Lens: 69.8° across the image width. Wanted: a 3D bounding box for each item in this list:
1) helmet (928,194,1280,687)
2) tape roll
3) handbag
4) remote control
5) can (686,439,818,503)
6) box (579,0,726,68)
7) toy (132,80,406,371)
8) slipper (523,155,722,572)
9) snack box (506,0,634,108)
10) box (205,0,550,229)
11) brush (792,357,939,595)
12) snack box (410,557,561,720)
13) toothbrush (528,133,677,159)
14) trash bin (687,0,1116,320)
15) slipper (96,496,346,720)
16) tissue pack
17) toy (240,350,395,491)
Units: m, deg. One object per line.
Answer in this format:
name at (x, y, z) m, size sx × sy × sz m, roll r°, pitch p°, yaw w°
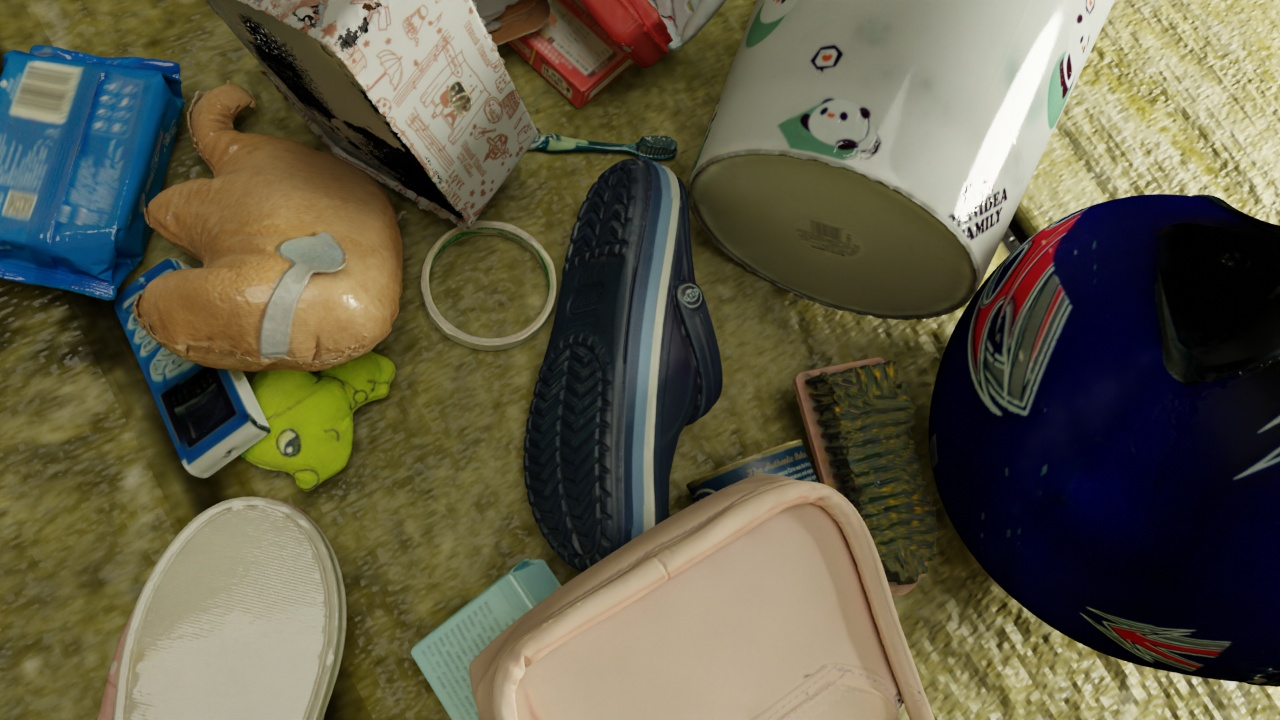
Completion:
helmet at (0.310, 0.017, 0.540) m, size 0.240 × 0.248 × 0.314 m, roll 32°, pitch 62°, yaw 23°
tape roll at (-0.097, -0.049, 0.588) m, size 0.085 × 0.014 × 0.085 m, roll 3°, pitch 73°, yaw -11°
handbag at (0.051, 0.188, 0.425) m, size 0.193 × 0.093 × 0.234 m, roll -30°, pitch 85°, yaw -18°
remote control at (-0.254, 0.002, 0.519) m, size 0.049 × 0.024 × 0.125 m, roll -35°, pitch 70°, yaw 5°
can at (0.082, 0.112, 0.545) m, size 0.075 × 0.075 × 0.111 m, roll -18°, pitch 78°, yaw -17°
box at (-0.025, -0.301, 0.605) m, size 0.102 × 0.095 × 0.201 m, roll -40°, pitch 81°, yaw 14°
toy at (-0.211, -0.082, 0.537) m, size 0.143 × 0.083 × 0.225 m, roll 4°, pitch 44°, yaw -28°
slipper at (-0.003, 0.003, 0.554) m, size 0.095 × 0.105 × 0.252 m, roll 14°, pitch 72°, yaw -29°
snack box at (-0.072, -0.255, 0.650) m, size 0.153 × 0.025 × 0.075 m, roll 43°, pitch 70°, yaw 3°
box at (-0.126, -0.213, 0.527) m, size 0.154 × 0.183 × 0.184 m, roll 32°, pitch 79°, yaw 21°
brush at (0.141, 0.073, 0.573) m, size 0.063 × 0.073 × 0.145 m, roll -11°, pitch 81°, yaw -15°
snack box at (-0.040, 0.198, 0.484) m, size 0.074 × 0.051 × 0.175 m, roll -39°, pitch 79°, yaw 11°
toothbrush at (-0.066, -0.150, 0.624) m, size 0.191 × 0.018 × 0.016 m, roll 1°, pitch 73°, yaw -12°
trash bin at (0.162, -0.178, 0.582) m, size 0.229 × 0.230 × 0.251 m, roll 26°, pitch 76°, yaw -4°
slipper at (-0.221, 0.205, 0.463) m, size 0.114 × 0.055 × 0.273 m, roll 10°, pitch 69°, yaw -9°
tissue pack at (-0.331, -0.112, 0.537) m, size 0.095 × 0.052 × 0.157 m, roll 8°, pitch 72°, yaw -8°
toy at (-0.193, 0.022, 0.537) m, size 0.100 × 0.031 × 0.096 m, roll -33°, pitch 78°, yaw -22°
